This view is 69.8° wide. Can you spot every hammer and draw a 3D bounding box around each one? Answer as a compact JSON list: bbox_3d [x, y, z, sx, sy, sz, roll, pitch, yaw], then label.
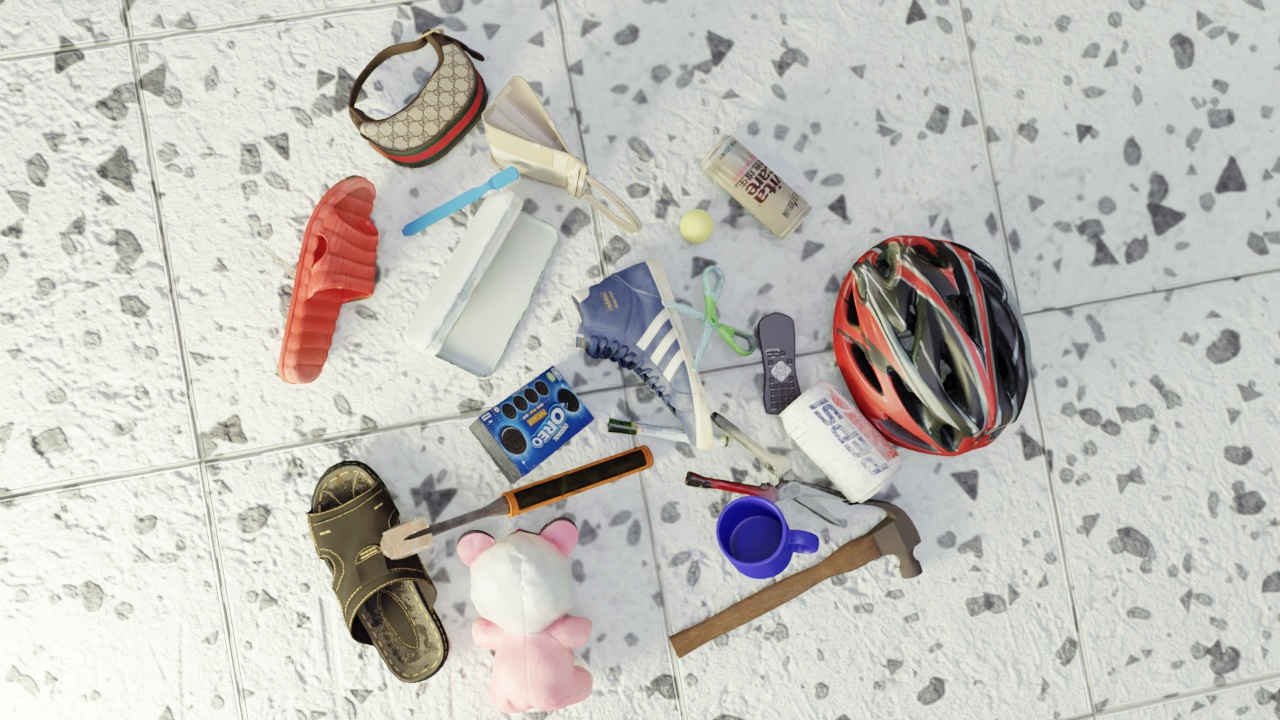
[{"bbox_3d":[-0.123,0.150,1.010,0.313,0.138,0.035,-16,83,-25],"label":"hammer"},{"bbox_3d":[0.183,0.267,1.095,0.323,0.033,0.115,-26,92,-4],"label":"hammer"}]

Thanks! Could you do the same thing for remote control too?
[{"bbox_3d":[0.168,0.003,1.112,0.046,0.009,0.124,-4,88,-4],"label":"remote control"}]

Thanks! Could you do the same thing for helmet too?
[{"bbox_3d":[0.342,-0.027,1.064,0.217,0.167,0.271,-15,77,-11],"label":"helmet"}]

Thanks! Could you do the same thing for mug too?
[{"bbox_3d":[0.148,0.205,1.047,0.111,0.083,0.079,2,68,16],"label":"mug"}]

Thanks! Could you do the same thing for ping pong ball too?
[{"bbox_3d":[0.067,-0.160,1.095,0.040,0.040,0.040,0,88,-4],"label":"ping pong ball"}]

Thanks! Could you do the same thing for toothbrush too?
[{"bbox_3d":[-0.208,-0.182,1.060,0.167,0.014,0.016,-23,89,22],"label":"toothbrush"},{"bbox_3d":[-0.381,-0.101,0.989,0.010,0.182,0.010,-36,88,-10],"label":"toothbrush"}]

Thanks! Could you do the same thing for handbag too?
[{"bbox_3d":[-0.260,-0.313,1.070,0.138,0.063,0.166,43,86,8],"label":"handbag"},{"bbox_3d":[-0.079,-0.206,1.021,0.198,0.176,0.062,39,85,-4],"label":"handbag"}]

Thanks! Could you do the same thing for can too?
[{"bbox_3d":[0.231,0.093,1.063,0.078,0.078,0.136,-41,81,-5],"label":"can"},{"bbox_3d":[0.138,-0.207,1.095,0.135,0.054,0.054,41,86,-1],"label":"can"}]

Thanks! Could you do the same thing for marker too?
[{"bbox_3d":[0.033,0.087,1.096,0.146,0.017,0.017,8,87,-3],"label":"marker"}]

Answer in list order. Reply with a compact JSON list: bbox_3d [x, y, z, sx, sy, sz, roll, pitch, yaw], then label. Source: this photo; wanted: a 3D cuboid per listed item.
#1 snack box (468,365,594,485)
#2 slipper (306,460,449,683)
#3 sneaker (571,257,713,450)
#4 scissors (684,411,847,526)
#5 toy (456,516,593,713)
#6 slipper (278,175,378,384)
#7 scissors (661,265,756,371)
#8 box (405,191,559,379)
[{"bbox_3d":[-0.119,0.070,1.030,0.082,0.149,0.027,51,127,0],"label":"snack box"},{"bbox_3d":[-0.297,0.242,1.037,0.113,0.076,0.268,-24,90,-5],"label":"slipper"},{"bbox_3d":[-0.006,0.005,1.053,0.118,0.091,0.233,-15,83,-7],"label":"sneaker"},{"bbox_3d":[0.142,0.135,1.080,0.187,0.015,0.179,-22,84,-4],"label":"scissors"},{"bbox_3d":[-0.128,0.290,1.043,0.142,0.084,0.213,-6,89,3],"label":"toy"},{"bbox_3d":[-0.339,-0.087,1.033,0.059,0.103,0.248,17,89,11],"label":"slipper"},{"bbox_3d":[0.078,-0.051,1.059,0.023,0.171,0.167,-18,63,36],"label":"scissors"},{"bbox_3d":[-0.167,-0.081,1.069,0.124,0.107,0.215,33,85,-31],"label":"box"}]
